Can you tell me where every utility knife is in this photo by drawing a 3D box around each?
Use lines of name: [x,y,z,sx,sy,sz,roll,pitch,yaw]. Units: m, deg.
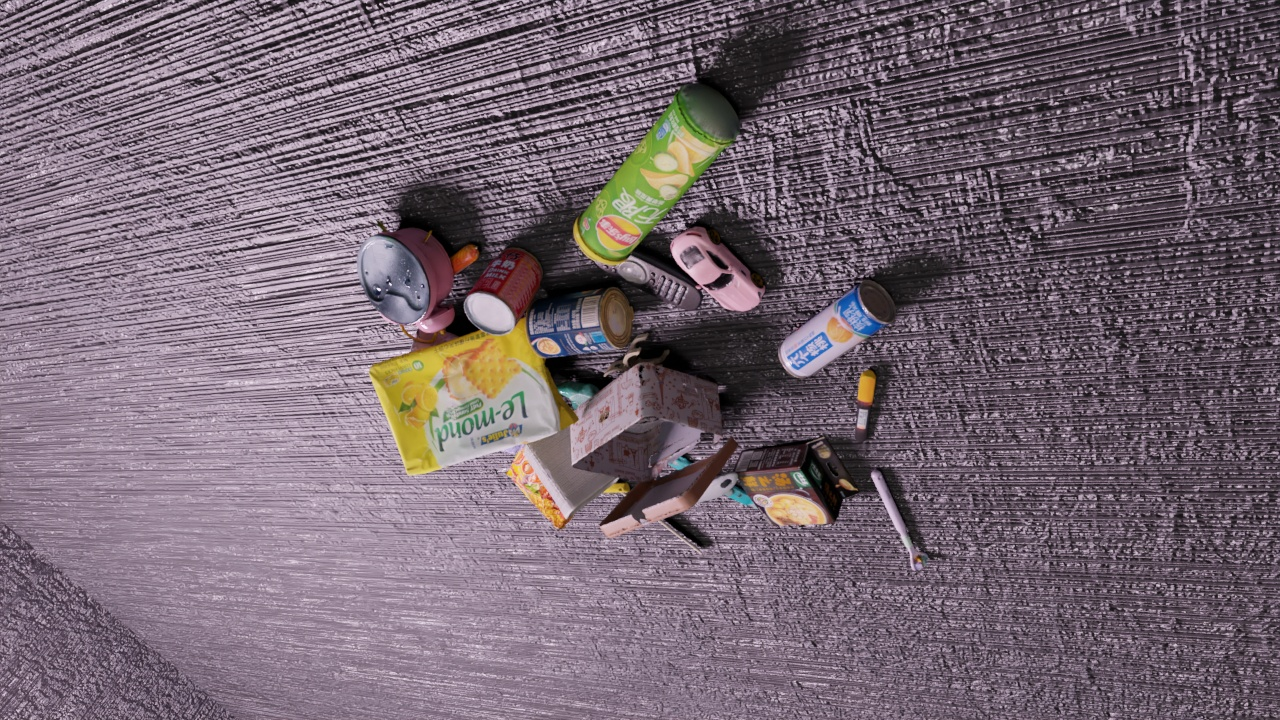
utility knife: [0.118,0.179,1.290,0.207,0.013,0.029,28,138,-4]

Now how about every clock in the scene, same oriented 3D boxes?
clock: [-0.288,-0.092,1.146,0.117,0.059,0.159,13,121,27]

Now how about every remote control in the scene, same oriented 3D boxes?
remote control: [0.011,-0.100,1.052,0.136,0.024,0.053,27,146,1]

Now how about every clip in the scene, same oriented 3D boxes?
clip: [0.003,0.012,1.163,0.083,0.034,0.105,27,142,-1]

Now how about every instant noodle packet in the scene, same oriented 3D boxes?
instant noodle packet: [-0.141,0.180,1.368,0.128,0.044,0.111,46,135,12]

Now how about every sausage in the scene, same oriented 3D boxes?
sausage: [-0.254,-0.109,1.167,0.166,0.021,0.021,-26,118,40]

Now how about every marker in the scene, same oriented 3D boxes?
marker: [0.268,0.057,1.100,0.018,0.015,0.124,11,138,17]

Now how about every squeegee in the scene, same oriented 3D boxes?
squeegee: [0.055,0.196,1.286,0.246,0.039,0.247,40,146,-15]

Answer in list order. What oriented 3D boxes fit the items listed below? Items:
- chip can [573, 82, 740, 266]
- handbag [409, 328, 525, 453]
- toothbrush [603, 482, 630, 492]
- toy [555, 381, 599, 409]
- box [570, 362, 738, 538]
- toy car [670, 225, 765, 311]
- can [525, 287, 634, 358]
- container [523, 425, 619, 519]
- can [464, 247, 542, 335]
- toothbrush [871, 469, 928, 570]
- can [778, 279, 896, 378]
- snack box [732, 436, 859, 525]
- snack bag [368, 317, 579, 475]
chip can: [0.013,-0.185,0.932,0.072,0.072,0.222,35,136,-12]
handbag: [-0.228,0.038,1.265,0.194,0.075,0.134,24,132,-1]
toothbrush: [-0.083,0.192,1.364,0.191,0.016,0.016,-10,106,48]
toy: [-0.067,0.062,1.249,0.096,0.030,0.092,1,138,14]
box: [0.014,0.131,1.151,0.152,0.177,0.183,18,144,-31]
toy car: [0.085,-0.098,1.013,0.122,0.037,0.056,41,137,-19]
can: [-0.073,-0.045,1.108,0.111,0.075,0.075,-6,129,30]
container: [-0.098,0.143,1.266,0.114,0.090,0.090,52,163,8]
can: [-0.161,-0.084,1.097,0.066,0.093,0.067,13,137,13]
toothbrush: [0.342,0.212,1.216,0.189,0.029,0.021,58,166,-30]
can: [0.213,-0.031,1.007,0.053,0.053,0.135,36,137,-13]
snack box: [0.205,0.163,1.213,0.126,0.053,0.113,-11,127,39]
snack bag: [-0.218,0.042,1.179,0.247,0.068,0.158,-17,100,10]
